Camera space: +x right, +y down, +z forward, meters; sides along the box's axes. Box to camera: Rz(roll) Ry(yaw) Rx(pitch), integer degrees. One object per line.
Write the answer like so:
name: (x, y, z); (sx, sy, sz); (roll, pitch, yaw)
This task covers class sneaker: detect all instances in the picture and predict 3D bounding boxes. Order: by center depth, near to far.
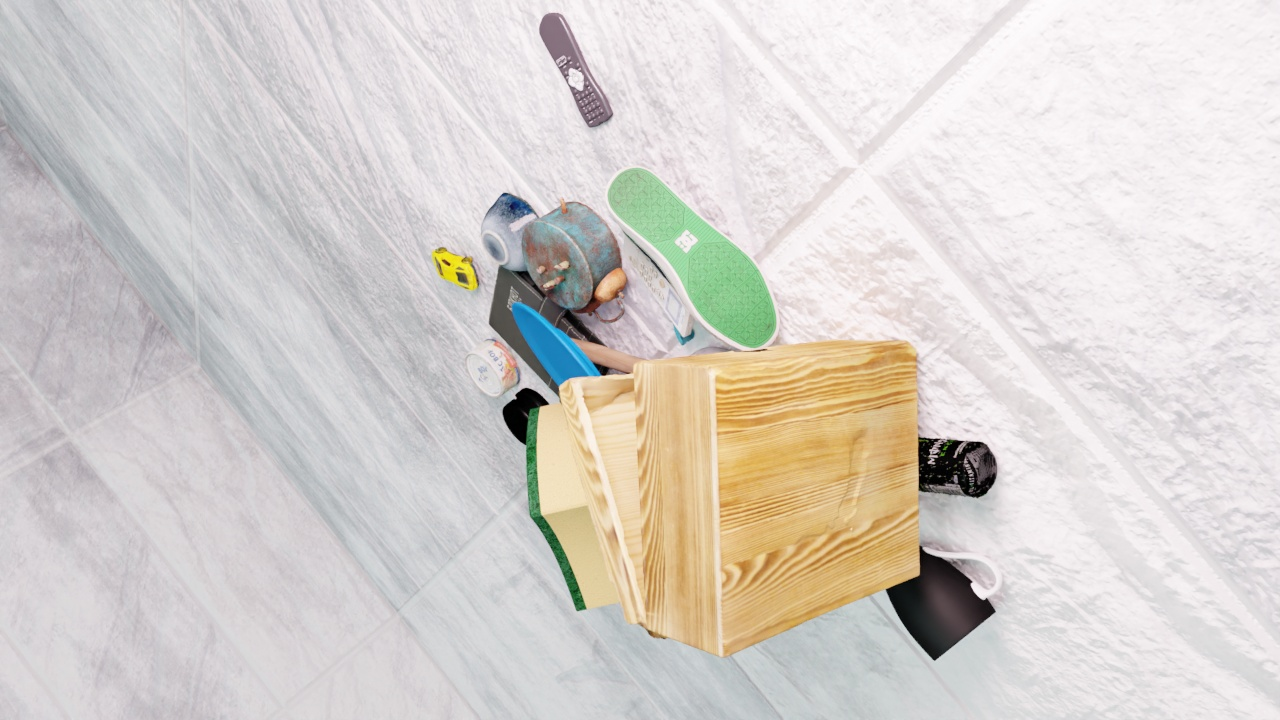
sneaker: (0.056, -0.106, 0.960); (0.235, 0.084, 0.079); (47, -177, -6)

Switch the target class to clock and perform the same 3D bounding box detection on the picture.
clock: (-0.078, -0.109, 1.107); (0.157, 0.073, 0.122); (56, 147, -7)
clock: (-0.166, 0.100, 1.435); (0.120, 0.042, 0.091); (46, 146, 10)

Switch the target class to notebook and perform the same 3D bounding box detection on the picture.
notebook: (-0.132, -0.032, 1.288); (0.209, 0.029, 0.170); (42, 145, 12)

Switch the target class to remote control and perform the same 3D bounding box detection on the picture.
remote control: (-0.070, -0.307, 0.970); (0.047, 0.009, 0.124); (-10, 113, 53)
remote control: (0.019, -0.090, 1.024); (0.135, 0.011, 0.050); (56, 159, 24)

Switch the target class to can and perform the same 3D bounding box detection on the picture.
can: (0.275, 0.101, 0.893); (0.138, 0.053, 0.054); (-1, 120, 51)
can: (-0.231, 0.013, 1.433); (0.086, 0.043, 0.086); (29, 140, 28)

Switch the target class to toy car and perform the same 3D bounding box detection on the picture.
toy car: (-0.278, -0.136, 1.364); (0.107, 0.030, 0.049); (23, 138, 39)

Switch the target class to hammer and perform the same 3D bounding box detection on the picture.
hammer: (-0.007, 0.007, 1.135); (0.329, 0.052, 0.098); (17, 133, 38)

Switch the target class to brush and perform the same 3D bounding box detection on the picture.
brush: (-0.085, 0.201, 1.277); (0.194, 0.075, 0.250); (-98, -7, -49)

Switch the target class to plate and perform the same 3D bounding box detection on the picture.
plate: (-0.081, 0.012, 1.141); (0.224, 0.024, 0.225); (47, 166, 15)

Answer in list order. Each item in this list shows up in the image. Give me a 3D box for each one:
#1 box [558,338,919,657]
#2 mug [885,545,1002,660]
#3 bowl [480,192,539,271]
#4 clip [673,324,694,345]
box: (0.095, 0.118, 0.855); (0.221, 0.278, 0.258); (0, 95, 48)
mug: (0.317, 0.238, 0.961); (0.100, 0.084, 0.119); (51, 119, 25)
bowl: (-0.170, -0.157, 1.190); (0.110, 0.055, 0.111); (30, 141, 28)
clip: (0.058, -0.057, 1.038); (0.121, 0.033, 0.119); (44, 150, 12)
